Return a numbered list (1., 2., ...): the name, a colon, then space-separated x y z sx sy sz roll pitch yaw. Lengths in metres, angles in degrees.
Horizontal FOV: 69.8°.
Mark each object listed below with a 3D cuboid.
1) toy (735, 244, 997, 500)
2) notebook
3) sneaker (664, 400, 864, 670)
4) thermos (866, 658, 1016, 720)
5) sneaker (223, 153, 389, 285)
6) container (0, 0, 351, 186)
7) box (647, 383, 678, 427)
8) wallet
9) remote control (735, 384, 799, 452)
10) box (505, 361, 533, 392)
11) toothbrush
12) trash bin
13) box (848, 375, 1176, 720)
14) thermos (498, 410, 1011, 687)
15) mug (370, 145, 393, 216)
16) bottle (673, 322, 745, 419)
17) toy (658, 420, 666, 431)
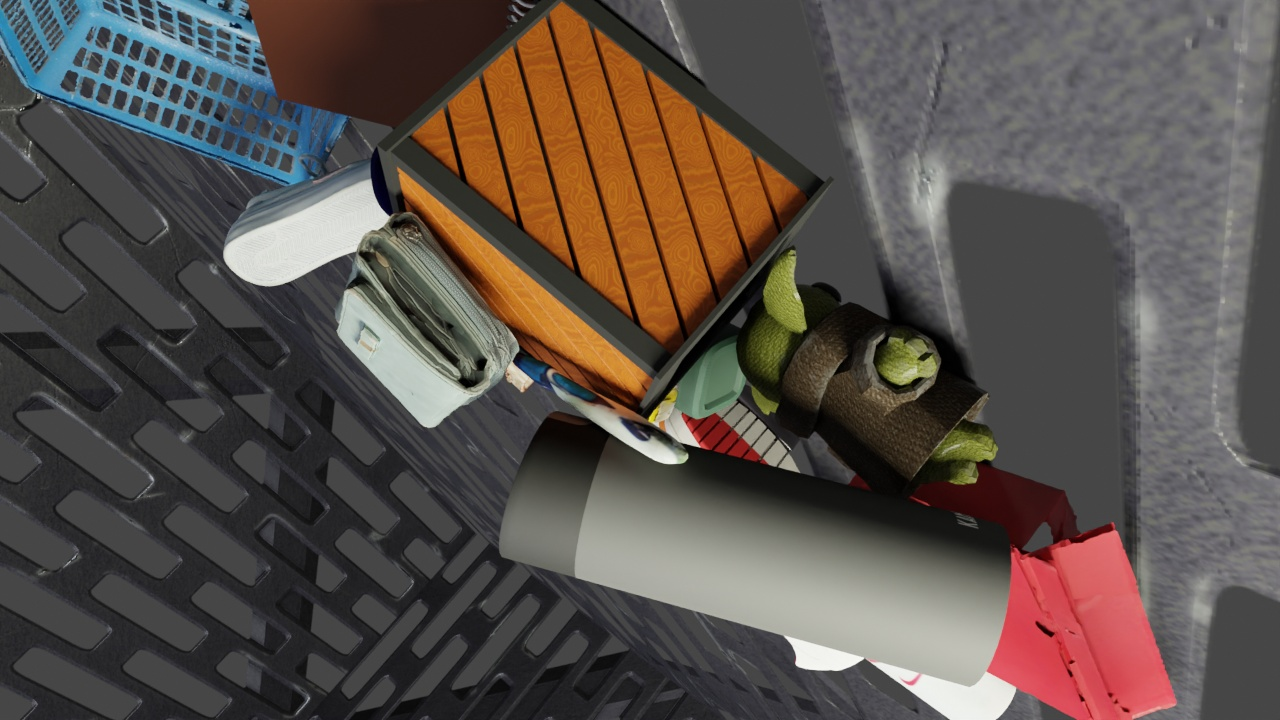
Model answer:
1. toy: 0.123 0.016 0.516 0.153 0.078 0.180 40 161 21
2. notebook: -0.138 -0.194 0.522 0.171 0.022 0.209 13 160 -6
3. sneaker: 0.082 0.133 0.690 0.236 0.090 0.105 49 122 4
4. thermos: 0.209 0.211 0.765 0.220 0.099 0.099 38 161 -4
5. sneaker: -0.229 -0.138 0.757 0.242 0.090 0.089 -14 141 14
6. container: -0.358 -0.253 0.725 0.257 0.089 0.363 19 170 -24
7. box: -0.039 -0.034 0.649 0.209 0.036 0.130 61 150 23
8. wallet: -0.126 -0.015 0.508 0.100 0.054 0.132 52 157 -3
9. remote control: 0.070 0.021 0.722 0.136 0.015 0.032 46 161 -4
10. box: -0.090 -0.004 0.849 0.042 0.082 0.187 44 173 -3
11. toothbrush: -0.048 0.007 0.489 0.189 0.016 0.017 30 148 32
12. trash bin: -0.023 -0.074 0.507 0.172 0.139 0.140 40 161 5
13. box: 0.241 0.148 0.616 0.153 0.164 0.214 -22 128 19
14. thermos: 0.054 0.093 0.473 0.240 0.082 0.082 14 156 7
15. mug: -0.144 -0.121 0.667 0.112 0.078 0.097 19 134 6
16. bottle: 0.011 -0.015 0.672 0.131 0.061 0.061 29 124 33
17. toy: -0.004 0.004 0.761 0.127 0.065 0.095 44 170 11
